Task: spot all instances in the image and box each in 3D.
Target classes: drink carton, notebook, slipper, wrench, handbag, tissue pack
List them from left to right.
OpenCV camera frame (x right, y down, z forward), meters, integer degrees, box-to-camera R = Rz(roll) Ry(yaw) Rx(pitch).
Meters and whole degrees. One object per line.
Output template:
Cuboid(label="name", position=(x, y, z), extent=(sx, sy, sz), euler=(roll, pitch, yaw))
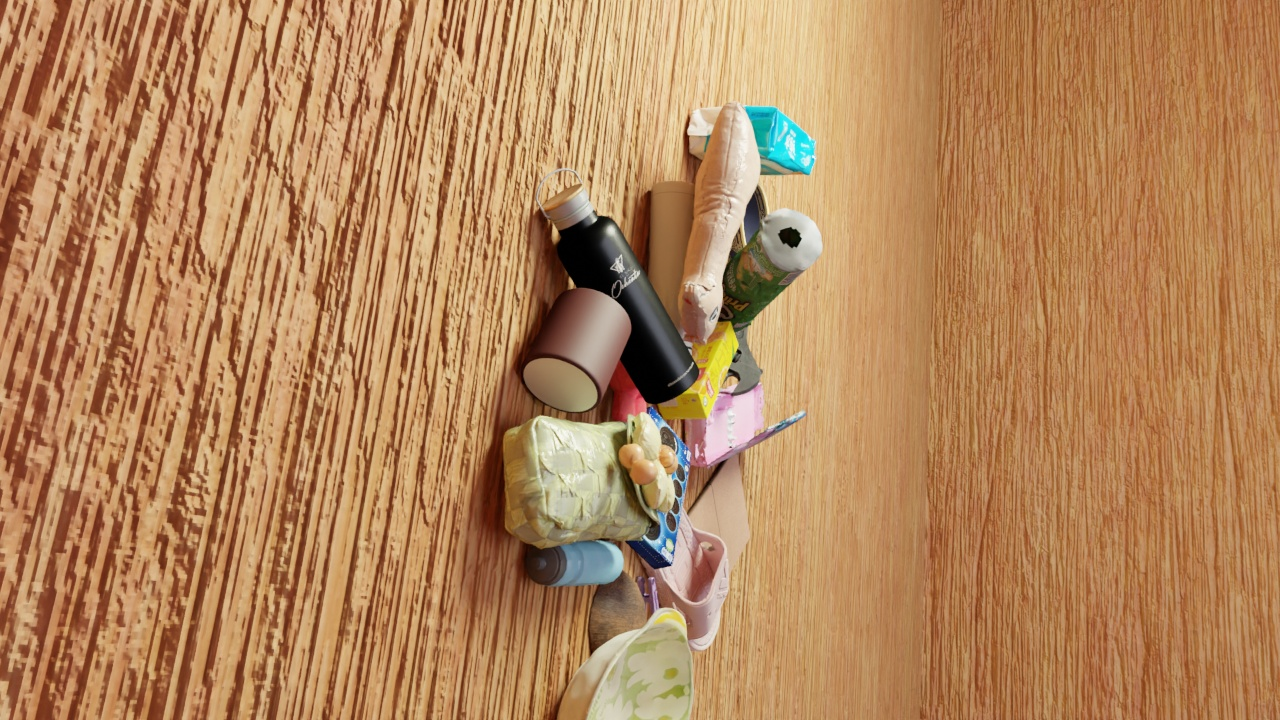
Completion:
Cuboid(label="handbag", position=(-0.033, 0.099, 0.779), extent=(0.186, 0.117, 0.113), euler=(11, 62, -60))
Cuboid(label="slipper", position=(0.060, 0.236, 1.027), extent=(0.094, 0.064, 0.239), euler=(-56, 136, -38))
Cuboid(label="drink carton", position=(0.066, 0.010, 1.062), extent=(0.134, 0.059, 0.043), euler=(-62, 140, -44))
Cuboid(label="notebook", position=(0.097, 0.222, 1.180), extent=(0.208, 0.008, 0.141), euler=(-44, 128, -57))
Cuboid(label="wrench", position=(0.134, -0.062, 1.210), extent=(0.018, 0.073, 0.272), euler=(93, 8, -51))
Cuboid(label="tissue pack", position=(0.147, -0.275, 1.173), extent=(0.209, 0.117, 0.066), euler=(-3, 98, -64))

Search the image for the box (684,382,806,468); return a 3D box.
Cuboid(label="box", position=(0.142, 0.079, 1.175), extent=(0.230, 0.097, 0.085), euler=(-10, 98, -64))

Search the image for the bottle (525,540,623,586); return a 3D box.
Cuboid(label="bottle", position=(-0.060, 0.180, 0.817), extent=(0.130, 0.040, 0.040), euler=(24, 68, -62))

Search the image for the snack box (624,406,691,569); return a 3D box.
Cuboid(label="snack box", position=(0.011, 0.126, 0.932), extent=(0.082, 0.027, 0.149), euler=(50, 34, -31))

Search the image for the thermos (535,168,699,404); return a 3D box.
Cuboid(label="thermos", position=(-0.024, -0.069, 0.838), extent=(0.231, 0.061, 0.061), euler=(59, 36, -21))

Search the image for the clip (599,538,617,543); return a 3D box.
Cuboid(label="clip", position=(-0.022, 0.156, 0.916), extent=(0.060, 0.025, 0.043), euler=(-21, 108, -59))

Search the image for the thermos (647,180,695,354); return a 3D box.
Cuboid(label="thermos", position=(0.033, -0.081, 1.002), extent=(0.052, 0.052, 0.224), euler=(15, 76, -63))

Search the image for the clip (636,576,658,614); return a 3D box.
Cuboid(label="clip", position=(0.010, 0.254, 0.978), extent=(0.013, 0.036, 0.053), euler=(-27, 100, -63))

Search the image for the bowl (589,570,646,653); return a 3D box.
Cuboid(label="bowl", position=(-0.015, 0.268, 0.925), extent=(0.101, 0.026, 0.114), euler=(-55, 137, -50))

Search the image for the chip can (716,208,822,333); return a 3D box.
Cuboid(label="chip can", position=(0.132, -0.096, 1.051), extent=(0.224, 0.075, 0.075), euler=(128, -27, -69))

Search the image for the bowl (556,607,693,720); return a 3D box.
Cuboid(label="bowl", position=(-0.022, 0.332, 0.850), extent=(0.188, 0.060, 0.219), euler=(37, 64, -52))

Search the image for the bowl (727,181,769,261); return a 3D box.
Cuboid(label="bowl", position=(0.120, -0.174, 1.174), extent=(0.112, 0.061, 0.112), euler=(3, 87, -64))

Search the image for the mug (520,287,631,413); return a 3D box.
Cuboid(label="mug", position=(-0.057, 0.002, 0.805), extent=(0.106, 0.073, 0.082), euler=(100, 10, -50))

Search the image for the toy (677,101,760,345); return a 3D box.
Cuboid(label="toy", position=(0.088, -0.138, 0.988), extent=(0.196, 0.065, 0.264), euler=(34, 63, -71))

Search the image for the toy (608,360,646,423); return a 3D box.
Cuboid(label="toy", position=(-0.005, 0.005, 0.928), extent=(0.091, 0.045, 0.135), euler=(31, 64, -56))
